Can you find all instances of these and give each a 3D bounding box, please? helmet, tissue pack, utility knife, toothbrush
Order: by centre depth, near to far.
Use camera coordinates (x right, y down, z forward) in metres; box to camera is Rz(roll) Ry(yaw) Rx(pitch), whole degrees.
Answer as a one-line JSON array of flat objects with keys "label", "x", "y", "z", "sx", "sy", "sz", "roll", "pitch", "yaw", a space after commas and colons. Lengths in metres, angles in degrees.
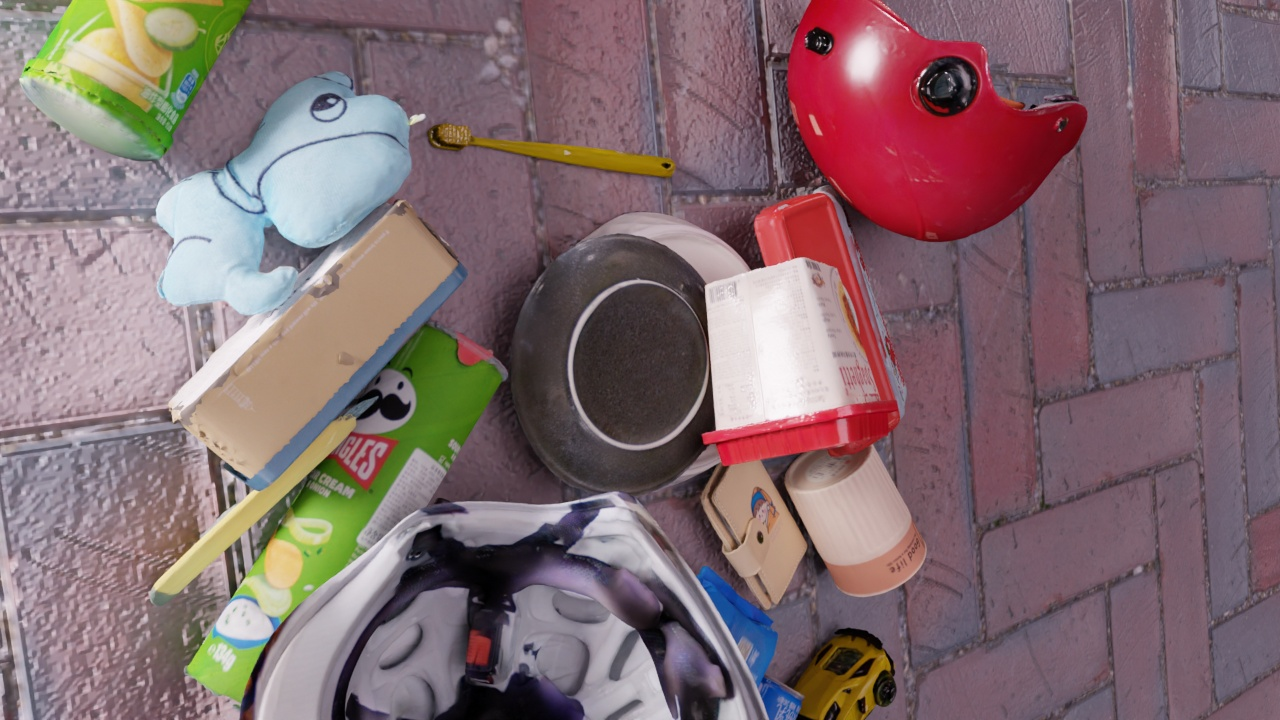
[{"label": "helmet", "x": -0.072, "y": 0.200, "z": 0.488, "sx": 0.258, "sy": 0.146, "sz": 0.229, "roll": -15, "pitch": 56, "yaw": -32}, {"label": "utility knife", "x": -0.207, "y": 0.078, "z": 0.504, "sx": 0.167, "sy": 0.031, "sz": 0.018, "roll": -39, "pitch": 82, "yaw": -2}, {"label": "toothbrush", "x": -0.054, "y": -0.145, "z": 0.639, "sx": 0.189, "sy": 0.017, "sz": 0.015, "roll": 0, "pitch": 91, "yaw": -33}, {"label": "tissue pack", "x": 0.038, "y": 0.240, "z": 0.682, "sx": 0.095, "sy": 0.052, "sz": 0.157, "roll": 40, "pitch": 70, "yaw": -29}, {"label": "helmet", "x": 0.203, "y": -0.182, "z": 0.717, "sx": 0.240, "sy": 0.206, "sz": 0.144, "roll": 28, "pitch": 106, "yaw": -11}]

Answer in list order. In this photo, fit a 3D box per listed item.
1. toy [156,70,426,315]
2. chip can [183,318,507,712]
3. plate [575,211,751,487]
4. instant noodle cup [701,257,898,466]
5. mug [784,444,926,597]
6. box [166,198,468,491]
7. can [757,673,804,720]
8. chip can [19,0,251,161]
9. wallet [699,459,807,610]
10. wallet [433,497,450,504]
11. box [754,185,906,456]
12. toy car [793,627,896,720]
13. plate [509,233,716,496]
[{"label": "toy", "x": -0.191, "y": -0.099, "z": 0.510, "sx": 0.156, "sy": 0.050, "sz": 0.161, "roll": -14, "pitch": 61, "yaw": -5}, {"label": "chip can", "x": -0.165, "y": 0.089, "z": 0.536, "sx": 0.072, "sy": 0.072, "sz": 0.235, "roll": 37, "pitch": 71, "yaw": -28}, {"label": "plate", "x": 0.020, "y": -0.007, "z": 0.673, "sx": 0.204, "sy": 0.046, "sz": 0.205, "roll": -1, "pitch": 92, "yaw": -33}, {"label": "instant noodle cup", "x": 0.102, "y": 0.002, "z": 0.628, "sx": 0.116, "sy": 0.117, "sz": 0.124, "roll": 1, "pitch": 78, "yaw": -60}, {"label": "mug", "x": 0.181, "y": 0.118, "z": 0.766, "sx": 0.106, "sy": 0.082, "sz": 0.114, "roll": 60, "pitch": 35, "yaw": -17}, {"label": "box", "x": -0.185, "y": -0.008, "z": 0.514, "sx": 0.062, "sy": 0.090, "sz": 0.184, "roll": 47, "pitch": 69, "yaw": -25}, {"label": "can", "x": 0.075, "y": 0.309, "z": 0.706, "sx": 0.053, "sy": 0.053, "sz": 0.134, "roll": 38, "pitch": 70, "yaw": -27}, {"label": "chip can", "x": -0.238, "y": -0.212, "z": 0.486, "sx": 0.072, "sy": 0.073, "sz": 0.221, "roll": 31, "pitch": 74, "yaw": -30}, {"label": "wallet", "x": 0.090, "y": 0.129, "z": 0.721, "sx": 0.087, "sy": 0.024, "sz": 0.115, "roll": -50, "pitch": 118, "yaw": -44}, {"label": "wallet", "x": -0.128, "y": 0.158, "z": 0.574, "sx": 0.122, "sy": 0.020, "sz": 0.096, "roll": -61, "pitch": 146, "yaw": -18}, {"label": "box", "x": 0.164, "y": -0.039, "z": 0.735, "sx": 0.160, "sy": 0.059, "sz": 0.201, "roll": -28, "pitch": 101, "yaw": -50}, {"label": "toy car", "x": 0.146, "y": 0.286, "z": 0.742, "sx": 0.155, "sy": 0.071, "sz": 0.041, "roll": -44, "pitch": 114, "yaw": -24}, {"label": "plate", "x": -0.004, "y": 0.004, "z": 0.616, "sx": 0.179, "sy": 0.024, "sz": 0.179, "roll": 0, "pitch": 90, "yaw": -33}]
